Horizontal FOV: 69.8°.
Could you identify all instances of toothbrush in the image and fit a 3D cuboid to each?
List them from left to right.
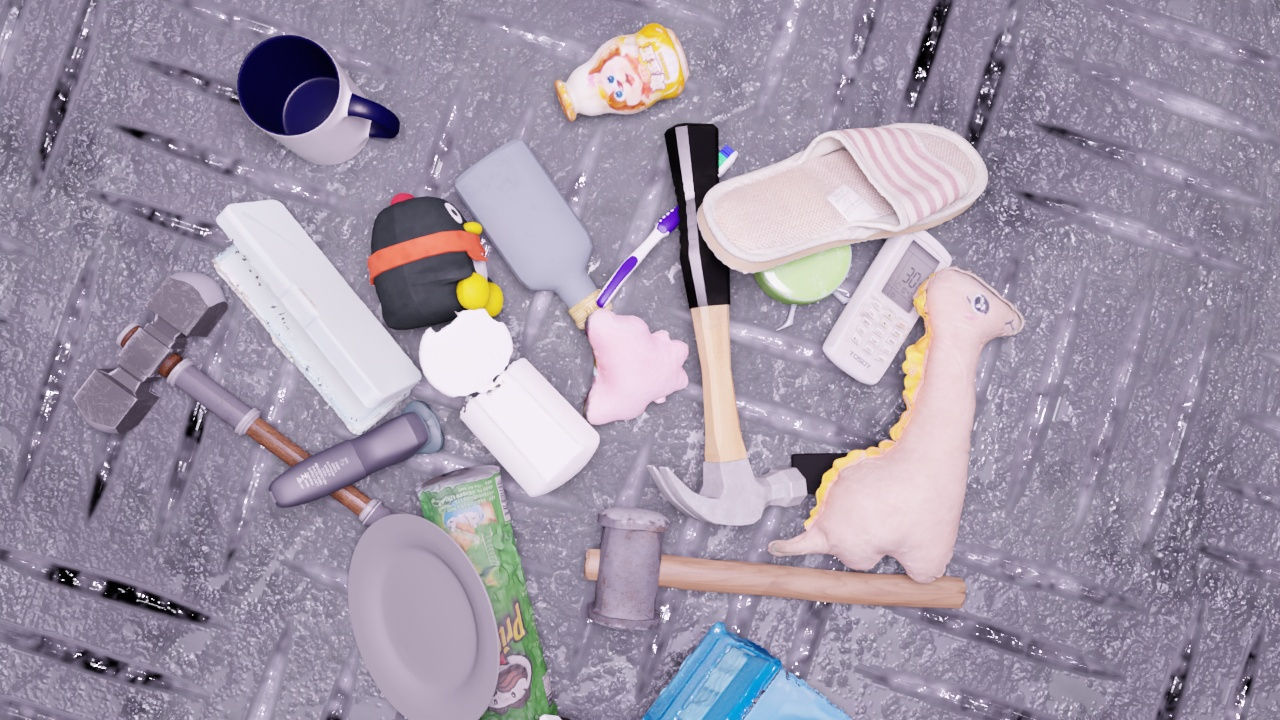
[{"bbox_3d":[0.022,-0.115,0.776,0.016,0.015,0.186,41,76,2],"label":"toothbrush"}]

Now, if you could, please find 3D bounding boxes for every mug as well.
[{"bbox_3d":[-0.253,-0.204,0.744,0.112,0.097,0.078,13,89,-2],"label":"mug"}]

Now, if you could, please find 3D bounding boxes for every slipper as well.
[{"bbox_3d":[0.172,-0.139,0.740,0.262,0.052,0.115,-19,66,-19],"label":"slipper"}]

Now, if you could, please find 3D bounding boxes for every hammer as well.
[{"bbox_3d":[-0.298,0.075,0.772,0.322,0.043,0.156,37,88,-3],"label":"hammer"},{"bbox_3d":[0.059,-0.029,0.755,0.131,0.039,0.328,-6,90,-27],"label":"hammer"},{"bbox_3d":[0.116,0.188,0.781,0.328,0.052,0.098,7,89,-5],"label":"hammer"}]

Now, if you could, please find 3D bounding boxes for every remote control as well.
[{"bbox_3d":[0.206,0.097,0.797,0.150,0.013,0.034,-1,90,-3],"label":"remote control"},{"bbox_3d":[0.211,-0.049,0.785,0.060,0.025,0.138,33,88,-25],"label":"remote control"}]

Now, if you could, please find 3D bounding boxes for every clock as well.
[{"bbox_3d":[0.134,-0.095,0.783,0.094,0.042,0.119,-23,90,-3],"label":"clock"}]

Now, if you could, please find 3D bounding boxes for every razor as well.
[{"bbox_3d":[-0.229,0.079,0.743,0.142,0.052,0.047,-26,85,-34],"label":"razor"}]

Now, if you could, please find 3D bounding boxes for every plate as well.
[{"bbox_3d":[-0.174,0.209,0.737,0.179,0.012,0.178,6,100,36],"label":"plate"}]

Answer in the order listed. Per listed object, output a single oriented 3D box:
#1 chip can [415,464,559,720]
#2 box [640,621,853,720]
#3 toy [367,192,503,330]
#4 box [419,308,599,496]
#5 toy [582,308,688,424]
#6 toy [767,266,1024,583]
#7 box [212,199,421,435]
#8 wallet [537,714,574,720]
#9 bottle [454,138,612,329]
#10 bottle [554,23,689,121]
[{"bbox_3d":[-0.125,0.199,0.756,0.075,0.075,0.223,-14,90,-2],"label":"chip can"},{"bbox_3d":[0.050,0.348,0.771,0.173,0.066,0.231,39,88,-20],"label":"box"},{"bbox_3d":[-0.175,-0.086,0.748,0.100,0.097,0.119,-16,87,2],"label":"toy"},{"bbox_3d":[-0.105,0.033,0.738,0.084,0.119,0.160,-43,88,-4],"label":"box"},{"bbox_3d":[-0.005,0.004,0.770,0.093,0.050,0.102,-7,114,-17],"label":"toy"},{"bbox_3d":[0.214,0.049,0.756,0.196,0.065,0.264,7,90,-9],"label":"toy"},{"bbox_3d":[-0.279,-0.030,0.764,0.096,0.085,0.199,-38,89,25],"label":"box"},{"bbox_3d":[-0.052,0.330,0.746,0.123,0.019,0.072,33,89,-40],"label":"wallet"},{"bbox_3d":[-0.082,-0.101,0.773,0.072,0.046,0.161,-35,94,-2],"label":"bottle"},{"bbox_3d":[-0.017,-0.237,0.770,0.108,0.063,0.063,-23,90,-2],"label":"bottle"}]
